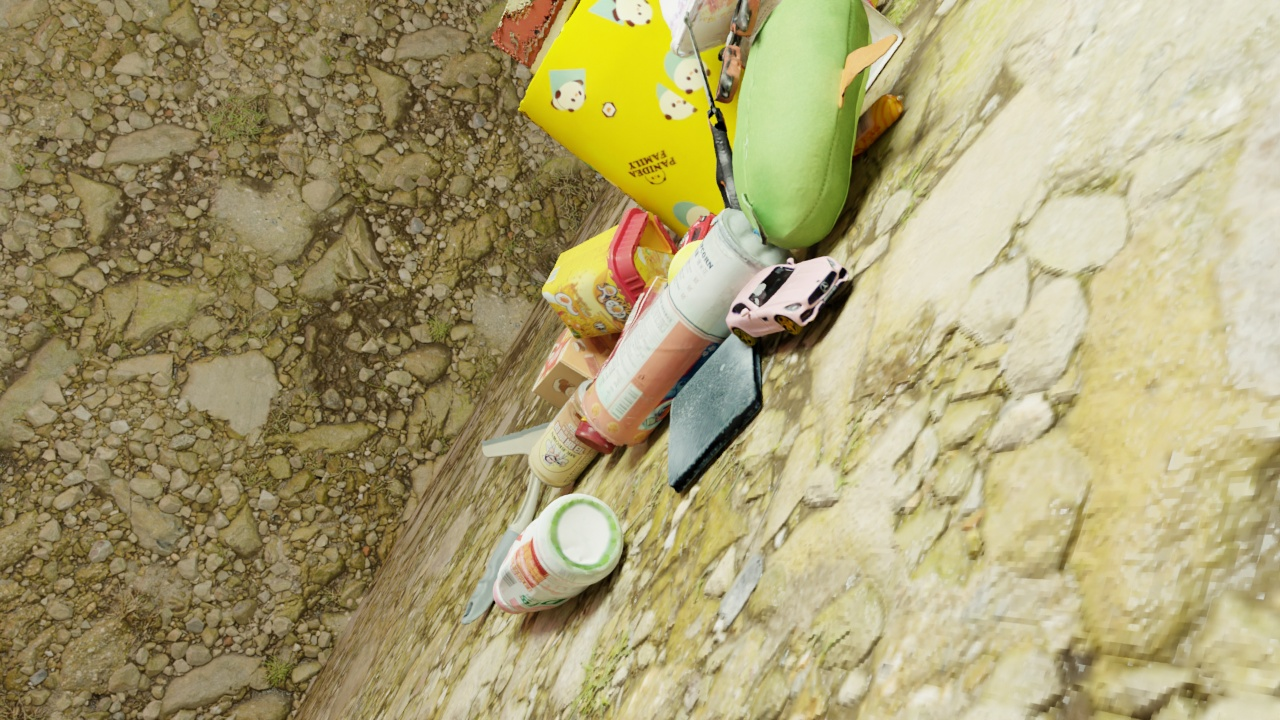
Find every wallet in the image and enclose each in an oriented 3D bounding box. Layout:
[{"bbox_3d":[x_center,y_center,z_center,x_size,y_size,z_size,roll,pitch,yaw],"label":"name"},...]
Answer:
[{"bbox_3d":[0.054,0.030,0.668,0.097,0.019,0.120,-51,15,27],"label":"wallet"}]

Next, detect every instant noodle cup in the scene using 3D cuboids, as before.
[{"bbox_3d":[0.162,-0.288,0.825,0.117,0.116,0.124,-55,23,16],"label":"instant noodle cup"},{"bbox_3d":[0.089,-0.367,0.846,0.173,0.060,0.138,-33,-19,-36],"label":"instant noodle cup"},{"bbox_3d":[-0.028,-0.084,0.990,0.124,0.116,0.115,-15,36,31],"label":"instant noodle cup"}]

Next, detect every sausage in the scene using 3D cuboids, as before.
[{"bbox_3d":[0.150,-0.153,0.724,0.166,0.021,0.021,-45,17,49],"label":"sausage"}]

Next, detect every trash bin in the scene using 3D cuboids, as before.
[{"bbox_3d":[0.024,-0.277,0.992,0.230,0.255,0.229,-54,12,17],"label":"trash bin"}]

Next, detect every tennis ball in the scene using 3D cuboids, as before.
[{"bbox_3d":[0.056,-0.072,0.796,0.065,0.065,0.065,-55,12,17],"label":"tennis ball"}]

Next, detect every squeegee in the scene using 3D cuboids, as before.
[{"bbox_3d":[-0.145,0.188,1.047,0.247,0.039,0.246,-18,45,46],"label":"squeegee"}]

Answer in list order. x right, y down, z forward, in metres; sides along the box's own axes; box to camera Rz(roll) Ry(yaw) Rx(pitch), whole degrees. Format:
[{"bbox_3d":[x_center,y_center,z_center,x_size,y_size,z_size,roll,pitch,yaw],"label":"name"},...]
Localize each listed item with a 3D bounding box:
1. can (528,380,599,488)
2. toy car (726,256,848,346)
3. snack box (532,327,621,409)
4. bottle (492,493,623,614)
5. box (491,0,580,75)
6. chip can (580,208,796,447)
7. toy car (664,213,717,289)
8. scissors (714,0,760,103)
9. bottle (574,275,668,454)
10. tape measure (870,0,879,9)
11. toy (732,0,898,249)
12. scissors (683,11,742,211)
[{"bbox_3d":[-0.065,0.076,0.945,0.117,0.058,0.058,-51,13,33],"label":"can"},{"bbox_3d":[0.094,-0.043,0.618,0.056,0.037,0.122,-49,10,-15],"label":"toy car"},{"bbox_3d":[-0.063,0.003,1.079,0.093,0.077,0.094,-42,20,53],"label":"snack box"},{"bbox_3d":[-0.077,0.169,0.751,0.197,0.068,0.068,-49,14,56],"label":"bottle"},{"bbox_3d":[-0.100,-0.389,0.959,0.091,0.079,0.169,-63,12,-28],"label":"box"},{"bbox_3d":[0.032,-0.020,0.749,0.215,0.071,0.071,-51,13,32],"label":"chip can"},{"bbox_3d":[0.060,-0.093,0.871,0.045,0.053,0.120,-52,14,46],"label":"toy car"},{"bbox_3d":[0.075,-0.256,0.772,0.206,0.015,0.194,108,174,-68],"label":"scissors"},{"bbox_3d":[-0.005,0.005,0.879,0.174,0.057,0.057,-61,12,-14],"label":"bottle"},{"bbox_3d":[0.217,-0.346,0.924,0.057,0.029,0.059,-53,12,30],"label":"tape measure"},{"bbox_3d":[0.119,-0.192,0.676,0.227,0.090,0.246,149,132,-74],"label":"toy"},{"bbox_3d":[0.071,-0.188,0.814,0.224,0.022,0.220,47,-151,-71],"label":"scissors"}]
